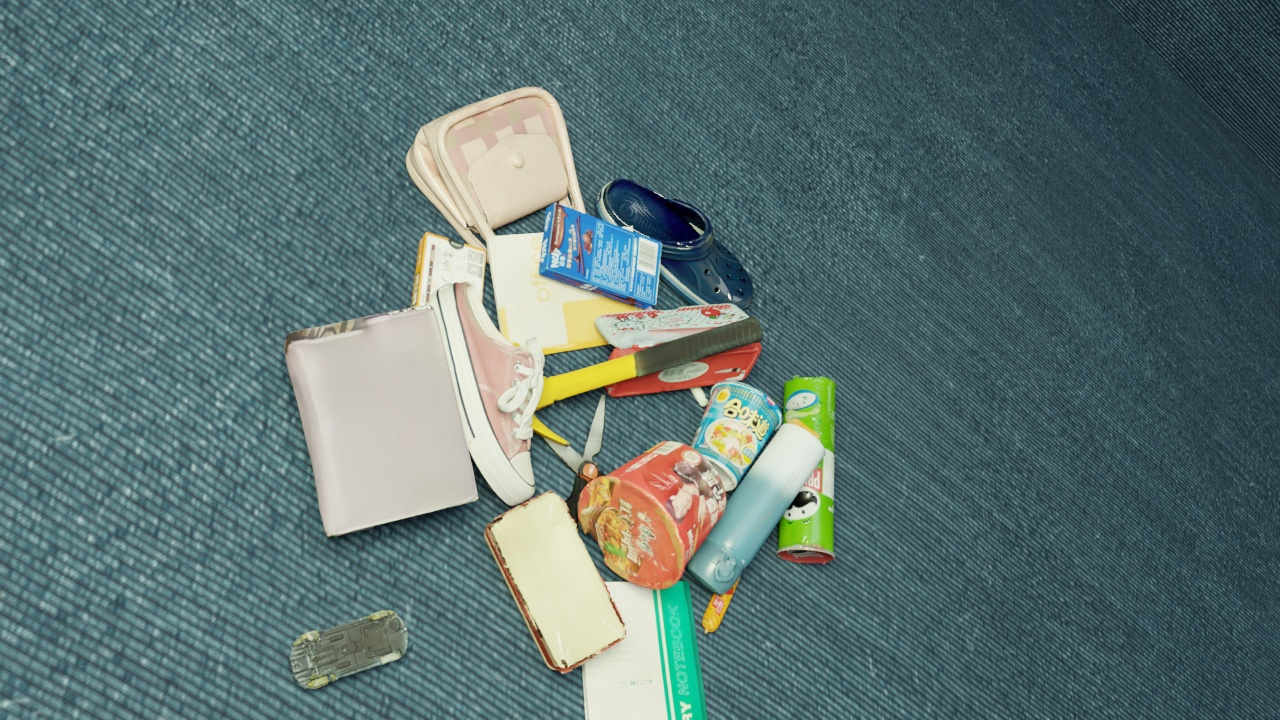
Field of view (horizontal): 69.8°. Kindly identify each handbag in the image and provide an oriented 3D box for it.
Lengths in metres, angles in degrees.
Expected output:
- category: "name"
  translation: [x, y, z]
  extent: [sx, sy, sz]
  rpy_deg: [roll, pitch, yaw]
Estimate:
- category: "handbag"
  translation: [-0.150, -0.201, 1.113]
  extent: [0.192, 0.094, 0.234]
  rpy_deg: [-34, 100, -39]
- category: "handbag"
  translation: [-0.251, 0.059, 0.885]
  extent: [0.144, 0.099, 0.197]
  rpy_deg: [-12, 86, -28]

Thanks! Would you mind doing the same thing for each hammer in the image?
- category: "hammer"
  translation: [-0.006, 0.006, 1.034]
  extent: [0.300, 0.033, 0.128]
  rpy_deg: [-17, 84, -9]

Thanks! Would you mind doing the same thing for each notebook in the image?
- category: "notebook"
  translation: [-0.084, -0.085, 1.105]
  extent: [0.205, 0.010, 0.146]
  rpy_deg: [-10, 94, -37]
- category: "notebook"
  translation: [0.004, 0.343, 0.988]
  extent: [0.150, 0.012, 0.208]
  rpy_deg: [7, 64, -31]

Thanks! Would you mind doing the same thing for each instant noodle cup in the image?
- category: "instant noodle cup"
  translation: [0.021, 0.158, 0.985]
  extent: [0.108, 0.138, 0.138]
  rpy_deg: [-35, 89, -43]
- category: "instant noodle cup"
  translation: [0.107, 0.096, 1.125]
  extent: [0.099, 0.099, 0.109]
  rpy_deg: [40, 60, -11]

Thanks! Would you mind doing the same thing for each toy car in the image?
- category: "toy car"
  translation: [-0.265, 0.263, 0.837]
  extent: [0.105, 0.031, 0.049]
  rpy_deg: [-10, 74, -34]

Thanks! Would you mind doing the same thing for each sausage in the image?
- category: "sausage"
  translation: [0.108, 0.255, 1.090]
  extent: [0.021, 0.022, 0.164]
  rpy_deg: [40, 52, -11]

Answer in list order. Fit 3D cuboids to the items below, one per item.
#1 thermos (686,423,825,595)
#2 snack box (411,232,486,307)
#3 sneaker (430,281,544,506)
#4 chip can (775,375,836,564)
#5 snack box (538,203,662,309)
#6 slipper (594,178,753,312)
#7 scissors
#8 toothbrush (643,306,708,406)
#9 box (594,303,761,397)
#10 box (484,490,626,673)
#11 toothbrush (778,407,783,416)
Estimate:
- category: "thermos"
  translation: [0.136, 0.175, 1.081]
  extent: [0.070, 0.070, 0.220]
  rpy_deg: [42, 69, -9]
- category: "snack box"
  translation: [-0.216, -0.065, 1.028]
  extent: [0.075, 0.026, 0.153]
  rpy_deg: [14, 62, -28]
- category: "sneaker"
  translation: [-0.141, 0.028, 0.947]
  extent: [0.088, 0.118, 0.241]
  rpy_deg: [-17, 90, 5]
- category: "chip can"
  translation: [0.215, 0.136, 1.174]
  extent: [0.072, 0.072, 0.235]
  rpy_deg: [19, 63, -25]
- category: "snack box"
  translation: [-0.046, -0.124, 1.104]
  extent: [0.157, 0.026, 0.084]
  rpy_deg: [16, 71, -32]
- category: "slipper"
  translation: [0.057, -0.159, 1.211]
  extent: [0.253, 0.095, 0.104]
  rpy_deg: [37, 56, -9]
- category: "scissors"
  translation: [-0.049, 0.145, 1.040]
  extent: [0.221, 0.022, 0.232]
  rpy_deg: [30, 56, -19]
- category: "toothbrush"
  translation: [0.038, -0.025, 1.180]
  extent: [0.020, 0.029, 0.189]
  rpy_deg: [-29, 86, 3]
- category: "box"
  translation: [0.044, -0.027, 1.133]
  extent: [0.201, 0.096, 0.100]
  rpy_deg: [-6, 53, -24]
- category: "box"
  translation: [-0.085, 0.222, 0.930]
  extent: [0.091, 0.078, 0.168]
  rpy_deg: [-25, 83, -19]
- category: "toothbrush"
  translation: [0.183, 0.068, 1.233]
  extent: [0.189, 0.016, 0.014]
  rpy_deg: [14, 61, -26]
